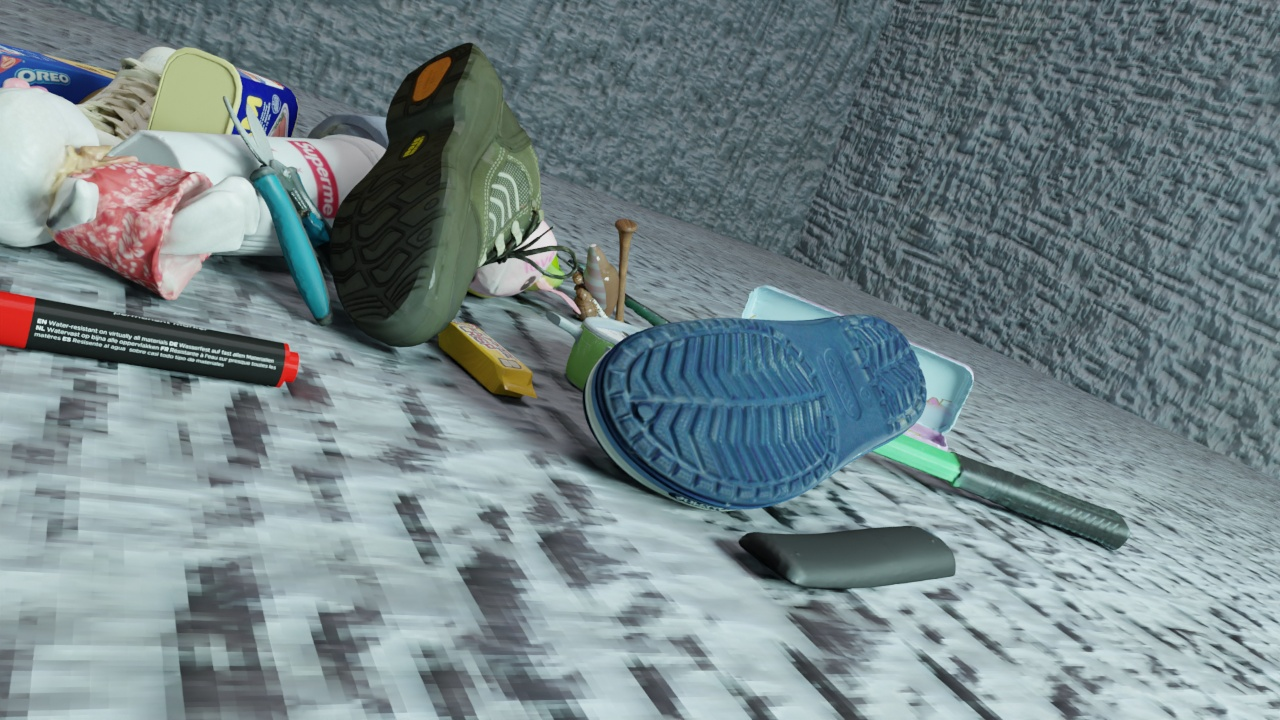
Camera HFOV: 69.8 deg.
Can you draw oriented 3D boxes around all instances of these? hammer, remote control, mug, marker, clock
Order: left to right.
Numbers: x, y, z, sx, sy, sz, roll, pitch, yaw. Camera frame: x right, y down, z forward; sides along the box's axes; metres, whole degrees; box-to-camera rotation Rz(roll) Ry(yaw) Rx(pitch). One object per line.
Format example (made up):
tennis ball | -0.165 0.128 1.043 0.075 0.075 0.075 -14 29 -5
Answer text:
marker | -0.218 -0.009 0.382 0.144 0.021 0.024 12 -15 -35
mug | -0.245 -0.158 0.794 0.084 0.124 0.103 57 14 -4
clock | -0.004 0.004 0.637 0.119 0.042 0.094 8 18 -45
remote control | 0.111 0.098 0.468 0.151 0.020 0.041 8 16 -43
hammer | 0.238 0.081 0.707 0.318 0.032 0.130 21 22 -12

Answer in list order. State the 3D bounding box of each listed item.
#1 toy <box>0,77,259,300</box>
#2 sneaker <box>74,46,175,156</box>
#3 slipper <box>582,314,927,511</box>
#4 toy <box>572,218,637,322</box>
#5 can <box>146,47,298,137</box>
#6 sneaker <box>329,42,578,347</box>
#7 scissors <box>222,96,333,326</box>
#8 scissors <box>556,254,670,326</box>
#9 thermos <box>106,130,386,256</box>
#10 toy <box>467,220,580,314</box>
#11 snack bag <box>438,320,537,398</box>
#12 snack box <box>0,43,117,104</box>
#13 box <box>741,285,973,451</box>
toy | -0.297 -0.094 0.470 0.194 0.084 0.158 21 20 0
sneaker | -0.379 -0.190 0.709 0.089 0.102 0.241 20 13 -8
slipper | 0.071 0.032 0.540 0.252 0.105 0.095 -7 -14 -39
toy | -0.034 -0.075 0.825 0.055 0.102 0.041 2 21 -7
can | -0.306 -0.159 0.671 0.056 0.116 0.092 22 10 3
sneaker | -0.117 -0.084 0.614 0.101 0.237 0.143 -13 -40 25
scissors | -0.205 -0.080 0.553 0.156 0.019 0.124 60 8 -45
scissors | -0.022 -0.067 0.938 0.201 0.015 0.201 35 4 6
thermos | -0.245 -0.109 0.629 0.099 0.099 0.220 25 17 17
toy | -0.127 -0.101 0.790 0.190 0.088 0.238 29 5 -13
snack bag | -0.095 -0.002 0.561 0.026 0.020 0.099 12 15 -41
snack box | -0.490 -0.234 0.826 0.056 0.057 0.206 25 12 23
box | 0.182 0.008 0.816 0.214 0.093 0.089 24 12 13
